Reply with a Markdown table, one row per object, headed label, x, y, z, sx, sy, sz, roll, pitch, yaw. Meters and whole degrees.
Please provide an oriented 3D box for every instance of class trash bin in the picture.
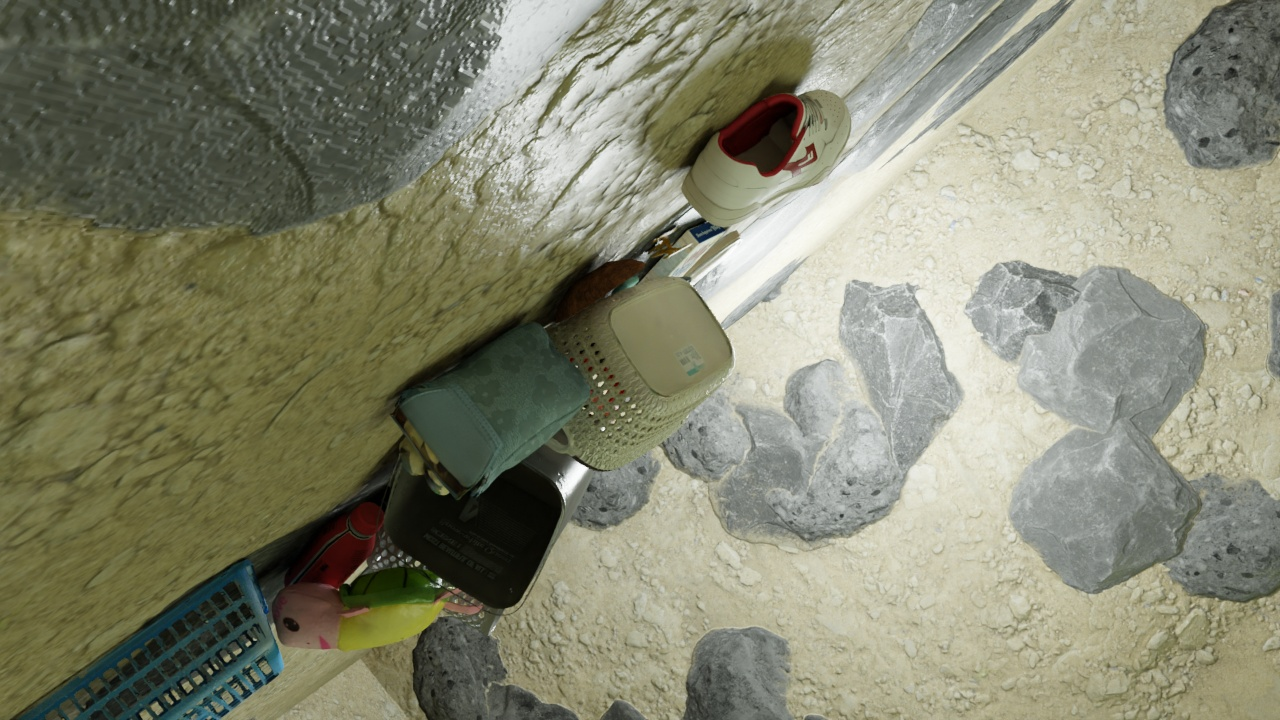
| label | x | y | z | sx | sy | sz | roll | pitch | yaw |
| --- | --- | --- | --- | --- | --- | --- | --- | --- | --- |
| trash bin | -0.242 | 0.246 | 1.200 | 0.156 | 0.183 | 0.156 | -63 | 178 | -5 |
| trash bin | -0.157 | 0.141 | 1.093 | 0.198 | 0.197 | 0.219 | -64 | 172 | 23 |

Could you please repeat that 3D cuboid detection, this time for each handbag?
| label | x | y | z | sx | sy | sz | roll | pitch | yaw |
| --- | --- | --- | --- | --- | --- | --- | --- | --- | --- |
| handbag | -0.151 | 0.051 | 0.903 | 0.191 | 0.122 | 0.119 | -41 | 180 | -41 |

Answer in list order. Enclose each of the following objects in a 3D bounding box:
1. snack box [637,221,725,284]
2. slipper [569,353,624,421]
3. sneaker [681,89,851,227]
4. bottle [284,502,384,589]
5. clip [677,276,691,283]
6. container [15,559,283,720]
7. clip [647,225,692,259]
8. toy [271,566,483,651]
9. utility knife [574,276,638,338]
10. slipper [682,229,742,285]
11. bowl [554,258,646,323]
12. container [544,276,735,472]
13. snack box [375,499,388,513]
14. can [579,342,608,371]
| label | x | y | z | sx | sy | sz | roll | pitch | yaw |
| --- | --- | --- | --- | --- | --- | --- | --- | --- | --- |
| snack box | 0.044 | -0.127 | 1.233 | 0.150 | 0.026 | 0.081 | -44 | 172 | 37 |
| slipper | -0.067 | 0.029 | 1.213 | 0.059 | 0.103 | 0.249 | -62 | -168 | 0 |
| sneaker | 0.147 | -0.228 | 0.918 | 0.236 | 0.090 | 0.105 | -32 | 165 | -31 |
| bottle | -0.363 | 0.229 | 1.102 | 0.177 | 0.062 | 0.062 | -44 | 173 | 31 |
| clip | 0.035 | -0.068 | 1.210 | 0.030 | 0.173 | 0.164 | -34 | 127 | -37 |
| container | -0.514 | 0.366 | 1.023 | 0.256 | 0.089 | 0.363 | -38 | 173 | -28 |
| clip | 0.030 | -0.138 | 1.097 | 0.054 | 0.046 | 0.048 | -36 | 139 | -46 |
| toy | -0.306 | 0.290 | 1.075 | 0.238 | 0.087 | 0.190 | -7 | 158 | -4 |
| utility knife | -0.053 | -0.062 | 1.173 | 0.148 | 0.015 | 0.022 | -41 | 170 | 38 |
| slipper | 0.056 | -0.098 | 1.417 | 0.273 | 0.054 | 0.114 | -43 | 169 | 16 |
| bowl | -0.048 | -0.080 | 0.968 | 0.114 | 0.026 | 0.102 | -36 | -172 | -18 |
| container | -0.006 | 0.006 | 1.050 | 0.144 | 0.184 | 0.250 | -34 | 176 | 39 |
| snack box | -0.366 | 0.231 | 1.260 | 0.082 | 0.027 | 0.150 | -40 | 174 | -10 |
| can | -0.028 | -0.034 | 1.322 | 0.137 | 0.054 | 0.054 | -38 | 173 | -28 |
